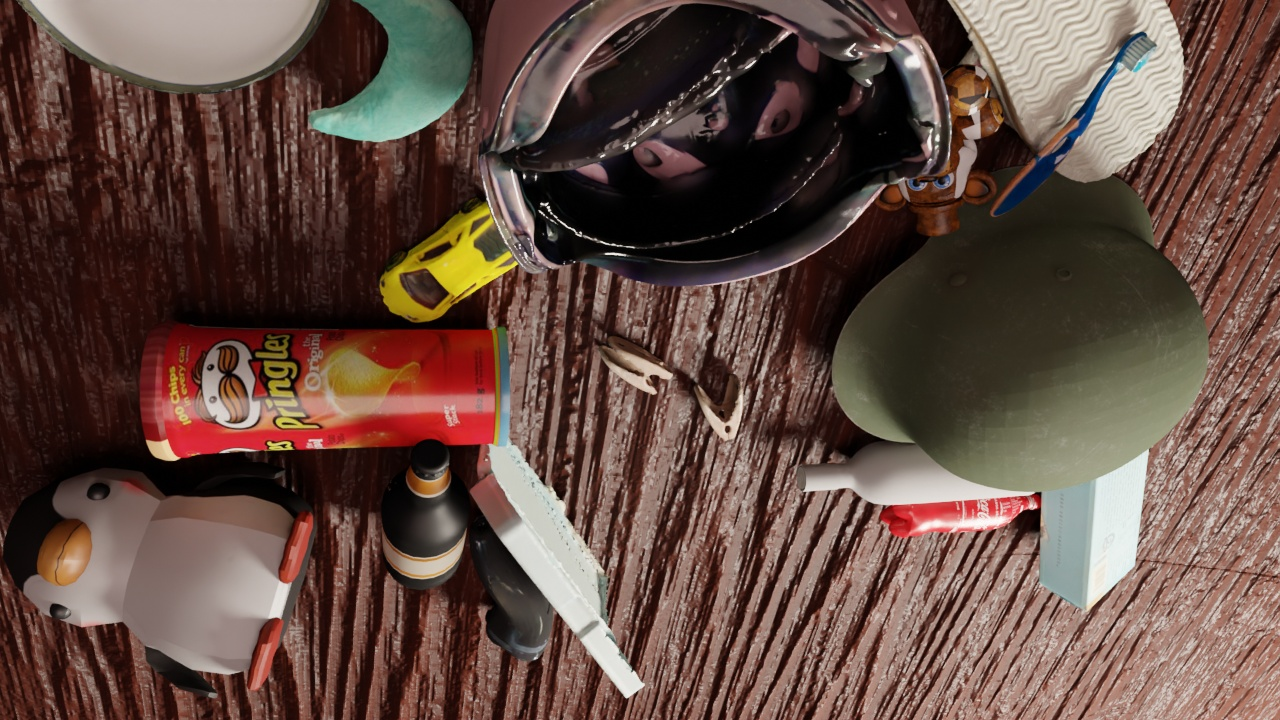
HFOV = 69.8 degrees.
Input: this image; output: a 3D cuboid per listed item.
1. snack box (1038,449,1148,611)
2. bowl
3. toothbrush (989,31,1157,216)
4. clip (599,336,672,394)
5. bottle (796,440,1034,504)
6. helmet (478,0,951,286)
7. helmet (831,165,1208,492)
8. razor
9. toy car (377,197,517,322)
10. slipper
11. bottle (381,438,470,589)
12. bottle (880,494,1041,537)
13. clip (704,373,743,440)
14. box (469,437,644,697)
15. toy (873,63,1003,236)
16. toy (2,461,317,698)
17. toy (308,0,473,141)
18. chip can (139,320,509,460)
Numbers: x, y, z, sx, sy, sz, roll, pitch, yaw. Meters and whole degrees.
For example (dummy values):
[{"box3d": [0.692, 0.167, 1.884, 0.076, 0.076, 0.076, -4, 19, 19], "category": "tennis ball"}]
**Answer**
[{"box3d": [0.390, 0.130, 0.794, 0.074, 0.053, 0.175, -31, 128, -21], "category": "snack box"}, {"box3d": [-0.224, -0.215, 0.444, 0.153, 0.072, 0.154, -6, 123, -9], "category": "bowl"}, {"box3d": [0.267, -0.141, 0.571, 0.021, 0.017, 0.135, 12, 127, -30], "category": "toothbrush"}, {"box3d": [-0.001, 0.002, 0.660, 0.049, 0.026, 0.061, -18, 125, -2], "category": "clip"}, {"box3d": [0.223, 0.090, 0.745, 0.195, 0.052, 0.053, -2, 122, -11], "category": "bottle"}, {"box3d": [0.027, -0.140, 0.480, 0.230, 0.152, 0.255, -19, 154, 17], "category": "helmet"}, {"box3d": [0.277, 0.002, 0.640, 0.268, 0.153, 0.227, -15, 124, -1], "category": "helmet"}, {"box3d": [-0.110, 0.182, 0.737, 0.064, 0.053, 0.141, -15, 122, 8], "category": "razor"}, {"box3d": [-0.121, -0.062, 0.590, 0.107, 0.030, 0.049, -33, 124, 12], "category": "toy car"}, {"box3d": [0.238, -0.207, 0.554, 0.115, 0.052, 0.263, -40, 128, 20], "category": "slipper"}, {"box3d": [-0.146, 0.102, 0.627, 0.059, 0.059, 0.182, 2, 149, -14], "category": "bottle"}, {"box3d": [0.277, 0.126, 0.786, 0.141, 0.042, 0.042, -2, 122, -11], "category": "bottle"}, {"box3d": [0.067, 0.038, 0.697, 0.049, 0.026, 0.061, 30, 113, -28], "category": "clip"}, {"box3d": [-0.063, 0.146, 0.670, 0.044, 0.136, 0.197, -28, 124, 0], "category": "box"}, {"box3d": [0.186, -0.134, 0.587, 0.087, 0.067, 0.113, 0, 120, 24], "category": "toy"}, {"box3d": [-0.327, 0.135, 0.633, 0.184, 0.140, 0.159, 16, 85, -11], "category": "toy"}, {"box3d": [-0.134, -0.166, 0.506, 0.084, 0.033, 0.105, -8, 145, -35], "category": "toy"}, {"box3d": [-0.195, 0.018, 0.592, 0.213, 0.087, 0.087, 0, 122, -13], "category": "chip can"}]
